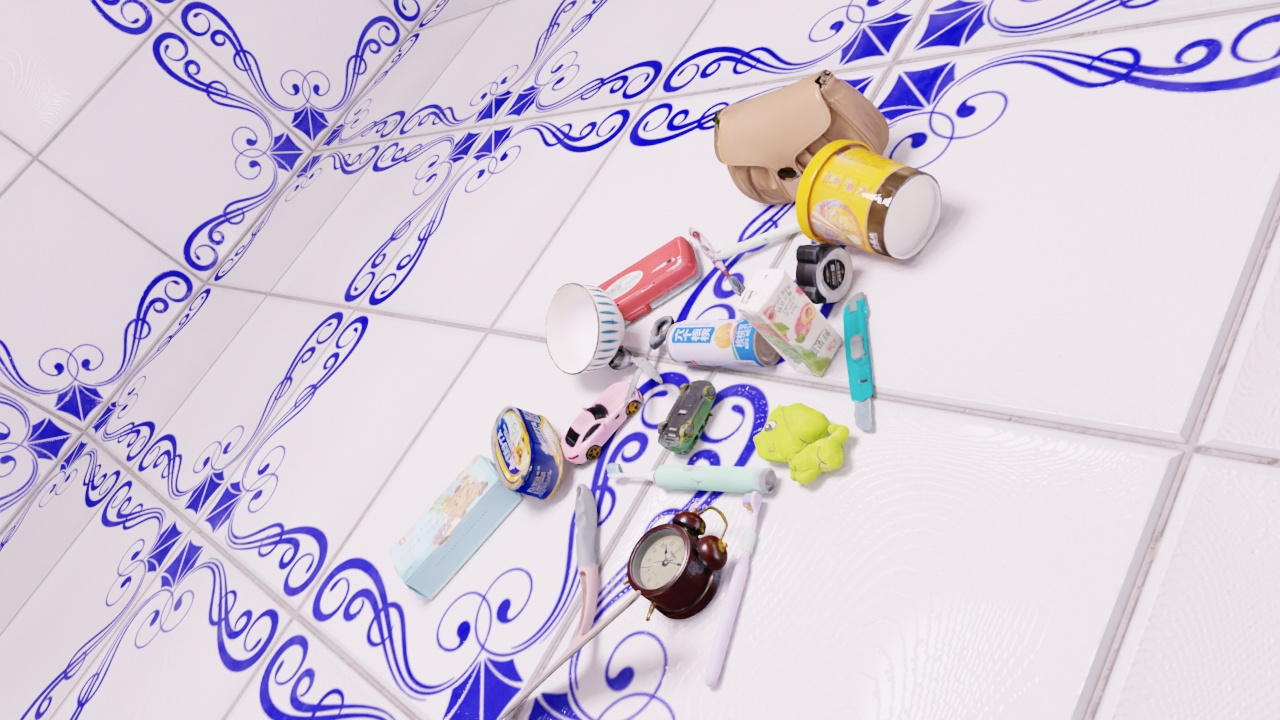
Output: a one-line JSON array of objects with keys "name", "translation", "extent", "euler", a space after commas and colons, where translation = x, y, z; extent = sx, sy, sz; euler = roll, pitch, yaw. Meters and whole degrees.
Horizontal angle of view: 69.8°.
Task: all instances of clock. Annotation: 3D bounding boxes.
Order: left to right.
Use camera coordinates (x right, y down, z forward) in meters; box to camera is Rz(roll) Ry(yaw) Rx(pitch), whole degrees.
[{"name": "clock", "translation": [0.040, 0.193, 0.888], "extent": [0.122, 0.055, 0.082], "euler": [-47, 35, 2]}]

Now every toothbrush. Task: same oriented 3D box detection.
[{"name": "toothbrush", "translation": [0.046, 0.124, 0.975], "extent": [0.225, 0.027, 0.026], "euler": [-4, 15, 42]}, {"name": "toothbrush", "translation": [0.094, -0.133, 1.186], "extent": [0.016, 0.017, 0.187], "euler": [-39, 37, 8]}, {"name": "toothbrush", "translation": [0.086, 0.211, 0.858], "extent": [0.021, 0.029, 0.188], "euler": [14, 60, 8]}, {"name": "toothbrush", "translation": [0.177, -0.161, 1.122], "extent": [0.190, 0.020, 0.029], "euler": [-20, 38, 24]}]

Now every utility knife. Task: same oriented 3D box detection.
[{"name": "utility knife", "translation": [0.223, -0.003, 0.936], "extent": [0.029, 0.013, 0.186], "euler": [-22, 42, 29]}]

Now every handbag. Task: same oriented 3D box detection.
[{"name": "handbag", "translation": [0.187, -0.259, 1.107], "extent": [0.205, 0.148, 0.099], "euler": [-8, 48, 46]}]

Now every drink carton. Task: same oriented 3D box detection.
[{"name": "drink carton", "translation": [0.154, -0.039, 0.948], "extent": [0.046, 0.122, 0.053], "euler": [14, 67, 52]}]

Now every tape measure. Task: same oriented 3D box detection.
[{"name": "tape measure", "translation": [0.200, -0.095, 1.003], "extent": [0.034, 0.065, 0.066], "euler": [15, 107, 50]}]

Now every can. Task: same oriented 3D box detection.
[{"name": "can", "translation": [-0.142, 0.112, 1.132], "extent": [0.075, 0.049, 0.148], "euler": [-60, 30, 16]}, {"name": "can", "translation": [0.093, -0.020, 1.047], "extent": [0.135, 0.053, 0.053], "euler": [1, 56, 45]}]

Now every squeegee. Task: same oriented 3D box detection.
[{"name": "squeegee", "translation": [-0.061, 0.225, 0.969], "extent": [0.248, 0.040, 0.249], "euler": [-49, 23, 31]}]

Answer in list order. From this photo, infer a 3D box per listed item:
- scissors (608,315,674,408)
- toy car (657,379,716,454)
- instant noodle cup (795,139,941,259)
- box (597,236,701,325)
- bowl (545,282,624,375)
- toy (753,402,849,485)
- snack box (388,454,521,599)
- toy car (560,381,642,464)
[{"name": "scissors", "translation": [0.000, 0.000, 1.120], "extent": [0.160, 0.014, 0.177], "euler": [-12, 33, 52]}, {"name": "toy car", "translation": [0.054, 0.062, 1.019], "extent": [0.043, 0.036, 0.091], "euler": [5, 59, 48]}, {"name": "instant noodle cup", "translation": [0.250, -0.170, 0.993], "extent": [0.118, 0.118, 0.114], "euler": [-51, 44, -8]}, {"name": "box", "translation": [-0.009, -0.092, 1.237], "extent": [0.201, 0.047, 0.086], "euler": [-31, 38, 20]}, {"name": "bowl", "translation": [-0.063, -0.040, 1.171], "extent": [0.117, 0.066, 0.116], "euler": [3, 93, 50]}, {"name": "toy", "translation": [0.159, 0.079, 0.905], "extent": [0.097, 0.031, 0.100], "euler": [-31, 43, 19]}, {"name": "snack box", "translation": [-0.232, 0.206, 1.147], "extent": [0.174, 0.051, 0.074], "euler": [-48, 37, -4]}, {"name": "toy car", "translation": [-0.051, 0.073, 1.113], "extent": [0.122, 0.037, 0.056], "euler": [-48, 37, -6]}]
